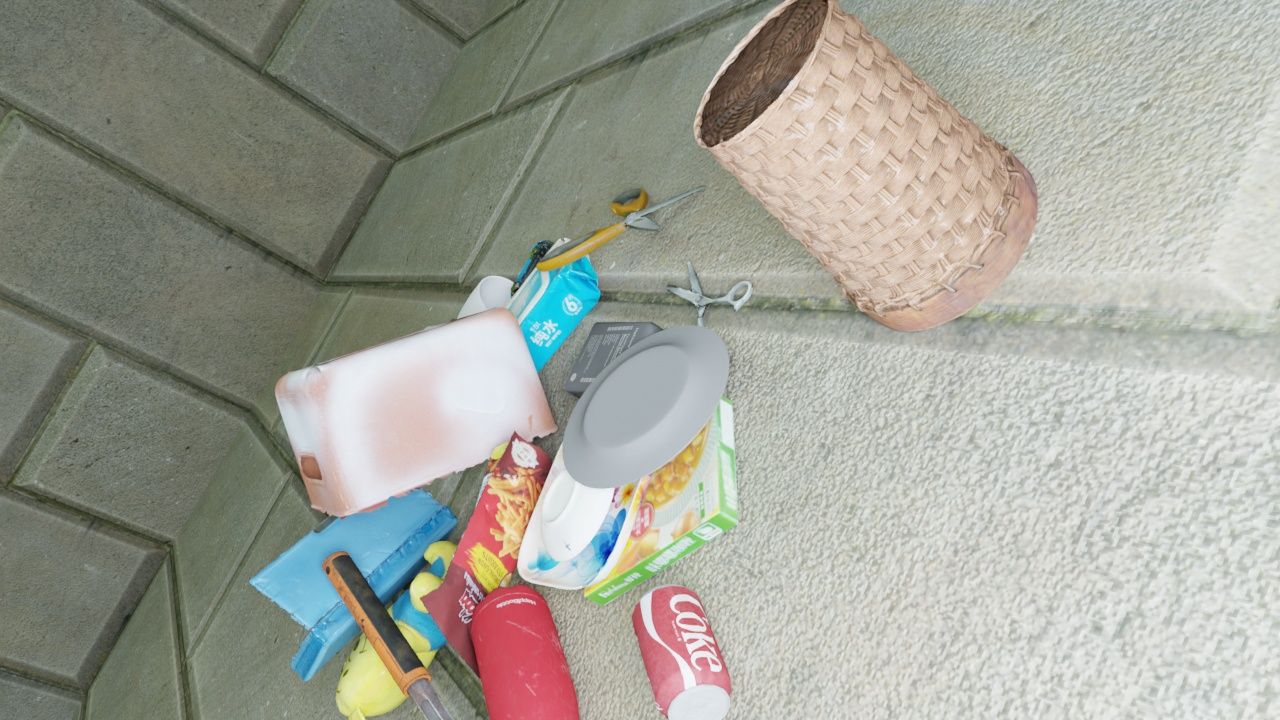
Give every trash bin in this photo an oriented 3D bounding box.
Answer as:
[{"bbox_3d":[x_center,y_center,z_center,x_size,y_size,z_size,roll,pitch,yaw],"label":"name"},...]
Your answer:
[{"bbox_3d":[0.148,-0.134,0.632,0.152,0.210,0.151,-40,31,31],"label":"trash bin"},{"bbox_3d":[-0.252,0.050,1.014,0.259,0.157,0.182,-23,8,-31],"label":"trash bin"}]

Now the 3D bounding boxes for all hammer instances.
[{"bbox_3d":[-0.226,0.298,0.861,0.314,0.035,0.138,39,105,37],"label":"hammer"}]

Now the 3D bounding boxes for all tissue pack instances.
[{"bbox_3d":[-0.130,-0.053,1.169,0.210,0.066,0.117,-50,27,19],"label":"tissue pack"}]

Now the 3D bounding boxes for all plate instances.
[{"bbox_3d":[-0.001,0.034,0.803,0.179,0.012,0.178,-29,34,22],"label":"plate"},{"bbox_3d":[-0.043,0.120,0.840,0.187,0.016,0.186,-13,51,58],"label":"plate"},{"bbox_3d":[-0.062,0.125,0.815,0.104,0.026,0.104,-44,28,31],"label":"plate"}]

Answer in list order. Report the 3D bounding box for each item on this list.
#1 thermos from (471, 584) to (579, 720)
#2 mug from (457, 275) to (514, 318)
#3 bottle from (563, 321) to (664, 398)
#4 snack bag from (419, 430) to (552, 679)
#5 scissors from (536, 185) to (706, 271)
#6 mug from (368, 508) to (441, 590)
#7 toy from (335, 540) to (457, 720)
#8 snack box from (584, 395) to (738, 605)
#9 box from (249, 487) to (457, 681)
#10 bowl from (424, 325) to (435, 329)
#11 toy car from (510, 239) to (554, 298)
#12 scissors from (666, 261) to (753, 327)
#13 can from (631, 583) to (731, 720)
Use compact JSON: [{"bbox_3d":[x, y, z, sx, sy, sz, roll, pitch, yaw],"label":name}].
[{"bbox_3d":[-0.087,0.280,0.745,0.073,0.073,0.240,-53,28,9],"label":"thermos"},{"bbox_3d":[-0.205,-0.068,1.308,0.088,0.081,0.114,-43,-1,39],"label":"mug"},{"bbox_3d":[-0.005,0.005,0.919,0.174,0.046,0.083,1,63,59],"label":"bottle"},{"bbox_3d":[-0.149,0.183,0.897,0.067,0.139,0.207,7,47,16],"label":"snack bag"},{"bbox_3d":[-0.029,-0.162,1.094,0.229,0.016,0.225,-31,22,-3],"label":"scissors"},{"bbox_3d":[-0.320,0.218,1.154,0.115,0.107,0.080,-61,27,-6],"label":"mug"},{"bbox_3d":[-0.251,0.299,0.983,0.214,0.084,0.149,-53,6,9],"label":"toy"},{"bbox_3d":[0.016,0.118,0.789,0.168,0.027,0.131,-39,31,33],"label":"snack box"},{"bbox_3d":[-0.324,0.230,1.032,0.094,0.112,0.230,-55,-6,38],"label":"box"},{"bbox_3d":[-0.238,0.010,1.187,0.066,0.116,0.116,-5,45,7],"label":"bowl"},{"bbox_3d":[-0.146,-0.117,1.275,0.032,0.048,0.105,4,66,59],"label":"toy car"},{"bbox_3d":[0.055,-0.046,0.907,0.142,0.014,0.146,-5,58,54],"label":"scissors"},{"bbox_3d":[0.029,0.208,0.648,0.054,0.054,0.096,-50,28,15],"label":"can"}]
